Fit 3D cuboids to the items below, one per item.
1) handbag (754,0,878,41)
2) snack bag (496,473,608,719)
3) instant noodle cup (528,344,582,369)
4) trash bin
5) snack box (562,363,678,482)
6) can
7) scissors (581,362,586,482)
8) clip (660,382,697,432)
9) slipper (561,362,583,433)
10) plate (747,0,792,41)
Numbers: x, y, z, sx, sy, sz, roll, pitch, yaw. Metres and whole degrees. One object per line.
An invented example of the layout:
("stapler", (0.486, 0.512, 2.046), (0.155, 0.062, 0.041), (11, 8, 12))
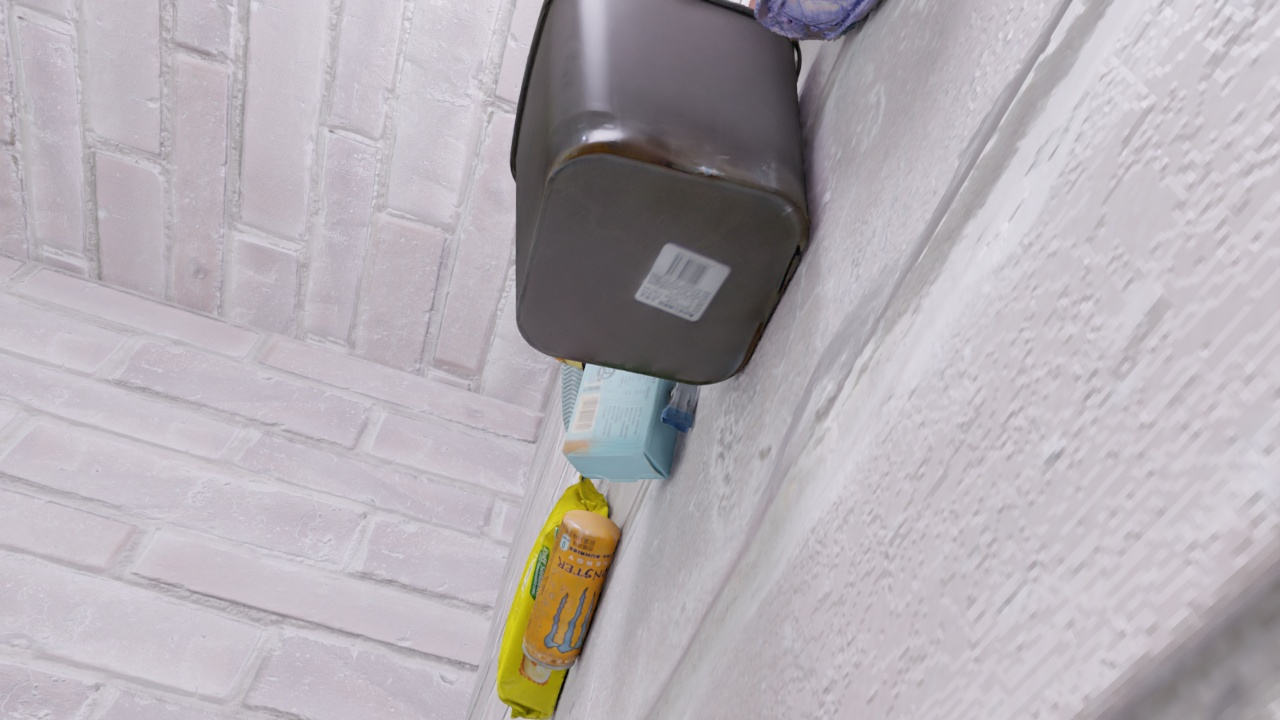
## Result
("handbag", (0.129, -0.303, 0.537), (0.134, 0.075, 0.193), (148, 140, -80))
("snack bag", (-0.096, 0.253, 1.000), (0.158, 0.068, 0.246), (-135, 64, -82))
("instant noodle cup", (-0.054, -0.033, 1.050), (0.116, 0.124, 0.116), (48, -122, -83))
("trash bin", (0.010, -0.118, 0.619), (0.219, 0.198, 0.199), (-92, 17, -49))
("snack box", (-0.003, 0.013, 0.759), (0.051, 0.074, 0.174), (52, -137, -48))
("can", (-0.067, 0.219, 0.882), (0.058, 0.058, 0.146), (-102, 29, -76))
("scissors", (-0.029, 0.044, 0.982), (0.173, 0.159, 0.014), (-47, 40, -11))
("clip", (0.033, 0.030, 0.708), (0.056, 0.024, 0.029), (-71, 7, -48))
("slipper", (-0.046, -0.007, 1.157), (0.104, 0.074, 0.245), (-5, 79, 37))
("plate", (0.124, -0.327, 0.832), (0.229, 0.028, 0.229), (-165, 92, -84))
